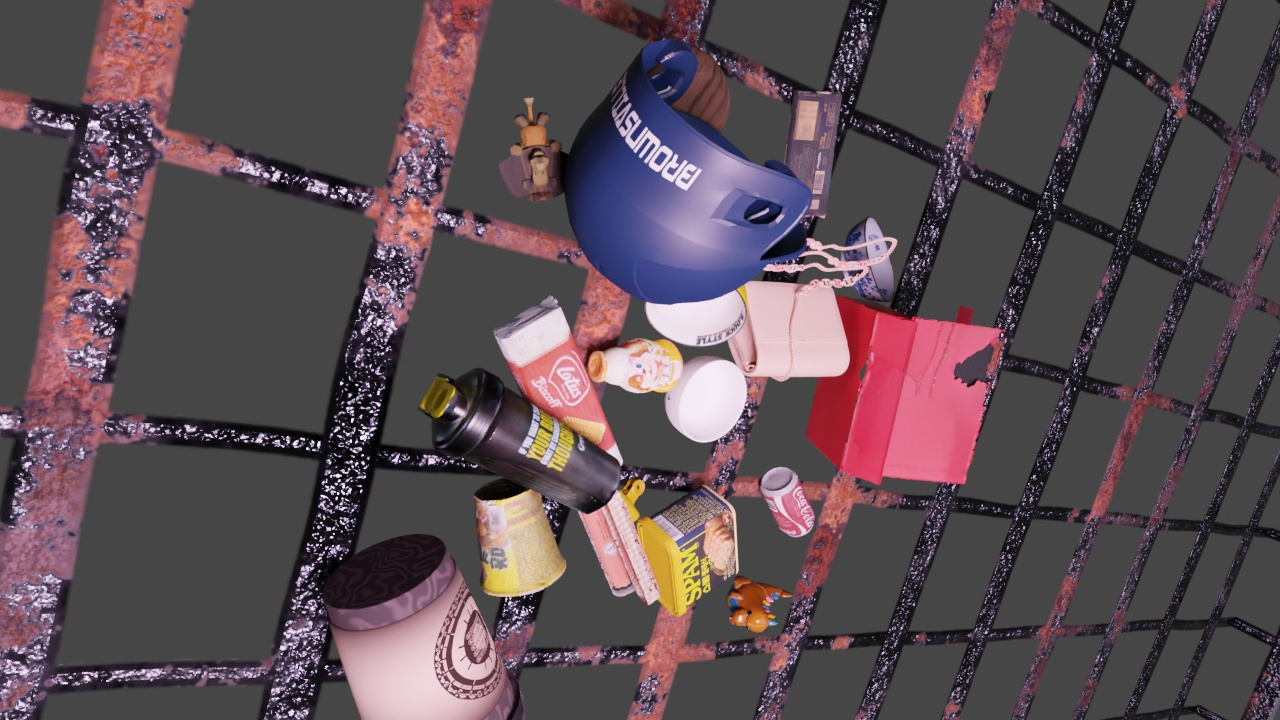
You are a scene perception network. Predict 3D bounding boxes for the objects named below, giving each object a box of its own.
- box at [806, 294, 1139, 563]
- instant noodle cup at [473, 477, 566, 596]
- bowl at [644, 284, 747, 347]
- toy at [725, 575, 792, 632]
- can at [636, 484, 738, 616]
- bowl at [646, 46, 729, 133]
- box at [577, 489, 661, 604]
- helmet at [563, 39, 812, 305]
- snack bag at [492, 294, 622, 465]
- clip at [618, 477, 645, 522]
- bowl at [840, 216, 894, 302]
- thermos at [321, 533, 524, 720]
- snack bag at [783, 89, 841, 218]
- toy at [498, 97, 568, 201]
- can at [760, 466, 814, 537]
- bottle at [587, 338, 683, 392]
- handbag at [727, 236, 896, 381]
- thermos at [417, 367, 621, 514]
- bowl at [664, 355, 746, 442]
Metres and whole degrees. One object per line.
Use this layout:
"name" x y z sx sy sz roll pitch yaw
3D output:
"box" 0.356 0.063 1.104 0.107 0.410 0.212 1 105 -35
"instant noodle cup" -0.140 0.192 1.017 0.102 0.102 0.108 -18 107 -28
"bowl" 0.066 -0.079 1.056 0.117 0.117 0.067 49 35 -35
"toy" 0.170 0.340 1.270 0.103 0.090 0.071 -1 108 -12
"can" 0.063 0.240 1.169 0.104 0.075 0.135 -27 130 -26
"bowl" 0.058 -0.284 1.013 0.119 0.032 0.119 -12 113 -30
"box" -0.028 0.224 1.116 0.054 0.079 0.187 -64 140 -52
"helmet" 0.050 -0.164 0.917 0.271 0.232 0.224 -8 146 -42
"snack bag" -0.088 0.044 1.029 0.077 0.041 0.225 -31 123 -19
"clip" -0.014 0.169 1.130 0.049 0.045 0.054 -30 123 7
"bowl" 0.293 -0.127 1.205 0.114 0.045 0.114 30 54 -53
"thermos" -0.229 0.312 0.958 0.172 0.173 0.226 -25 112 -25
"snack bag" 0.210 -0.254 1.134 0.074 0.018 0.155 -6 109 -33
"toy" -0.105 -0.210 0.916 0.076 0.062 0.100 -8 106 -11
"can" 0.205 0.197 1.270 0.054 0.054 0.096 -39 124 -17
"bottle" -0.006 0.006 1.055 0.109 0.063 0.063 -1 107 -33
"handbag" 0.201 -0.055 1.091 0.198 0.188 0.116 1 66 -33
"thermos" -0.125 0.086 0.963 0.220 0.098 0.098 32 87 -29
"bowl" 0.074 0.043 1.128 0.104 0.054 0.105 -12 113 -32
